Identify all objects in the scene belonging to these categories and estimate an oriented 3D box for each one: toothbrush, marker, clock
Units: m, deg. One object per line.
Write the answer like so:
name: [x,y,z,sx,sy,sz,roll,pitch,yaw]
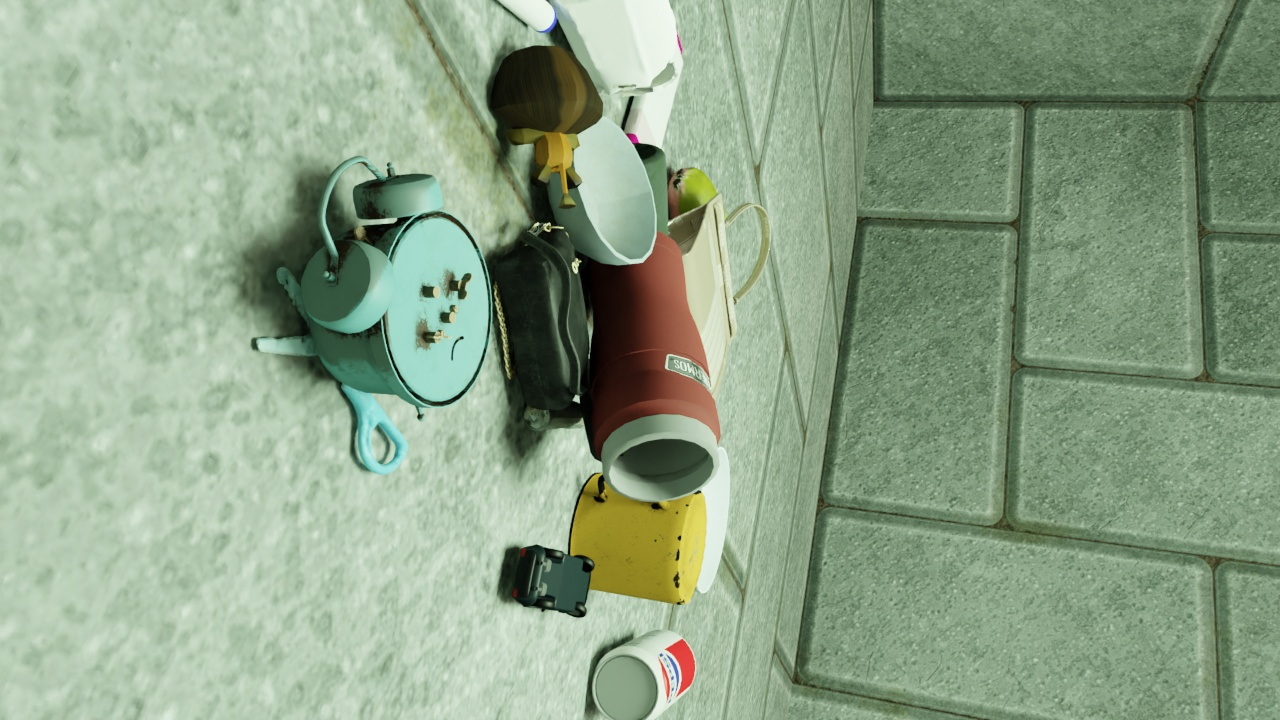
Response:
toothbrush: [-0.045,0.044,0.714,0.185,0.022,0.024,18,80,-74]
marker: [-0.082,-0.217,0.514,0.141,0.020,0.020,-2,97,-73]
clock: [-0.109,-0.032,0.405,0.124,0.053,0.089,68,30,-46]

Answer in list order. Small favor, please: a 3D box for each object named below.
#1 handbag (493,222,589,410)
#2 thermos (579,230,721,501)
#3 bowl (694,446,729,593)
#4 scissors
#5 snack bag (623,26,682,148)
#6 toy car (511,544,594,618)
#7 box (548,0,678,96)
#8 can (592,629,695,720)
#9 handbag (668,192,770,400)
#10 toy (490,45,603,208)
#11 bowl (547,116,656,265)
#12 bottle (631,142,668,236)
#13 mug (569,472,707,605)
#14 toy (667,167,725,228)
handbag: [-0.056,-0.029,0.602,0.078,0.054,0.129,-65,152,-56]
thermos: [-0.004,0.004,0.661,0.084,0.108,0.198,31,36,-34]
bowl: [0.037,0.154,0.918,0.143,0.074,0.144,6,89,-73]
scissors: [-0.136,0.011,0.433,0.140,0.015,0.111,-1,95,-66]
snack bag: [0.009,-0.224,0.809,0.070,0.016,0.196,61,39,-61]
toy car: [-0.063,0.159,0.664,0.112,0.034,0.046,49,49,-66]
box: [-0.017,-0.229,0.629,0.143,0.080,0.089,53,29,-67]
can: [0.005,0.298,0.867,0.132,0.070,0.070,27,70,-72]
handbag: [0.079,-0.083,0.903,0.197,0.062,0.176,-47,140,-36]
toy: [-0.054,-0.141,0.562,0.076,0.063,0.100,-4,83,-37]
bowl: [-0.032,-0.115,0.646,0.106,0.039,0.106,32,52,-52]
bottle: [-0.003,-0.087,0.752,0.055,0.055,0.174,-60,152,-53]
mug: [0.001,0.141,0.763,0.100,0.094,0.124,-66,155,-45]
toy: [0.057,-0.148,0.927,0.110,0.051,0.089,73,31,-49]
